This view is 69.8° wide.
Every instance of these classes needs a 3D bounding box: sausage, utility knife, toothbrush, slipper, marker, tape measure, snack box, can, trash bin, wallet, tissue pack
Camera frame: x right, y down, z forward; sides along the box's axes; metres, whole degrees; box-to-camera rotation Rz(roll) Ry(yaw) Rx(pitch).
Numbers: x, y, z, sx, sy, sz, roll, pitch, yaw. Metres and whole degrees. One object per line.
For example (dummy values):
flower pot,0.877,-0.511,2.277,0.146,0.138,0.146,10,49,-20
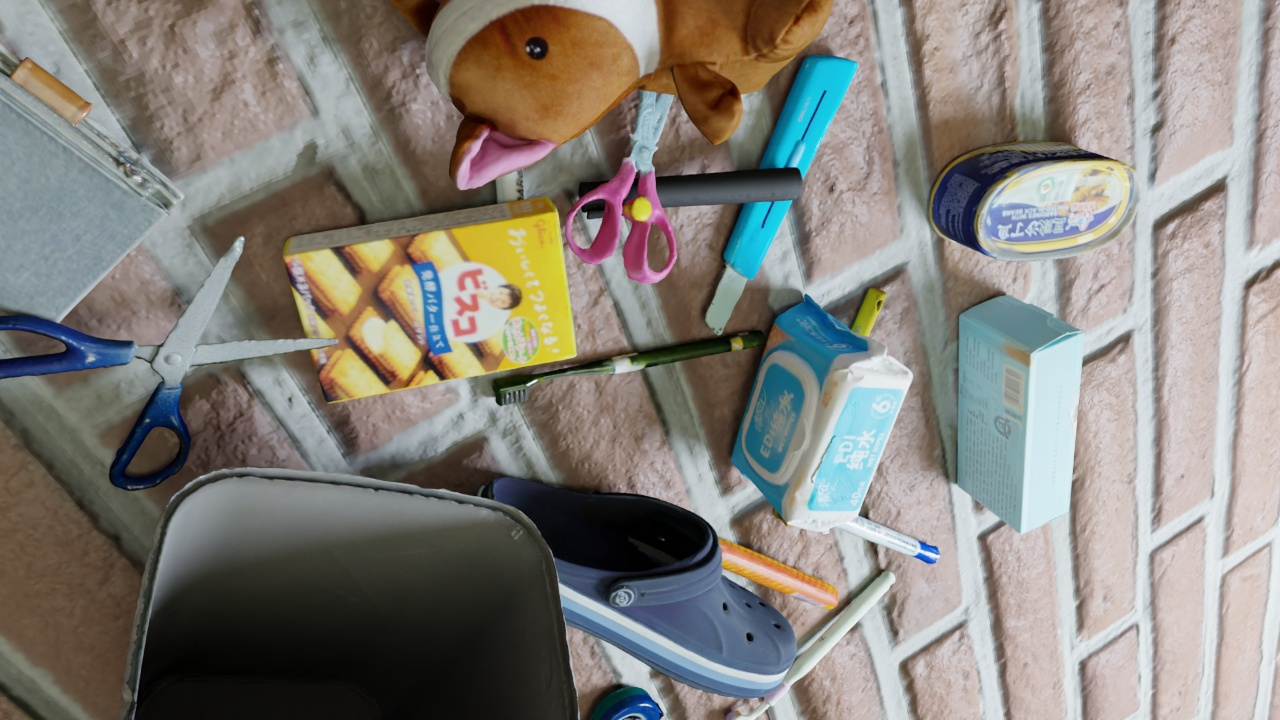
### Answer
sausage,0.103,0.166,0.711,0.165,0.021,0.021,29,100,-34
utility knife,0.080,-0.099,0.567,0.034,0.018,0.186,12,111,-31
toothbrush,-0.003,0.003,0.584,0.185,0.012,0.017,-11,125,-20
slipper,0.004,0.132,0.597,0.252,0.105,0.095,29,110,-24
marker,-0.071,-0.077,0.507,0.017,0.017,0.145,-11,119,-20
marker,0.194,0.141,0.745,0.145,0.017,0.017,24,103,-33
tape measure,-0.012,0.279,0.713,0.058,0.025,0.054,17,105,-35
snack box,0.287,0.042,0.703,0.051,0.074,0.175,-20,122,-15
toothbrush,0.145,0.245,0.775,0.189,0.020,0.029,-44,155,-1
toothbrush,0.138,0.038,0.665,0.015,0.016,0.190,8,111,-29
can,0.274,-0.110,0.634,0.148,0.049,0.075,-8,118,-22
trash bin,-0.169,0.199,0.467,0.198,0.198,0.220,14,135,-31
wallet,-0.282,-0.084,0.392,0.107,0.037,0.129,-39,126,10
tissue pack,0.114,0.036,0.609,0.063,0.090,0.140,4,113,-28
snack box,-0.108,-0.033,0.491,0.140,0.033,0.087,-11,119,-11
marker,0.030,-0.097,0.530,0.132,0.022,0.020,-6,154,-13

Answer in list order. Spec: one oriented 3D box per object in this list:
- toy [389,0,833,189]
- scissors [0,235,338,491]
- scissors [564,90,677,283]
toy,-0.013,-0.163,0.430,0.199,0.140,0.131,-18,159,-8
scissors,-0.239,0.004,0.446,0.162,0.012,0.176,13,125,-30
scissors,-0.008,-0.112,0.498,0.076,0.017,0.137,4,91,-29
